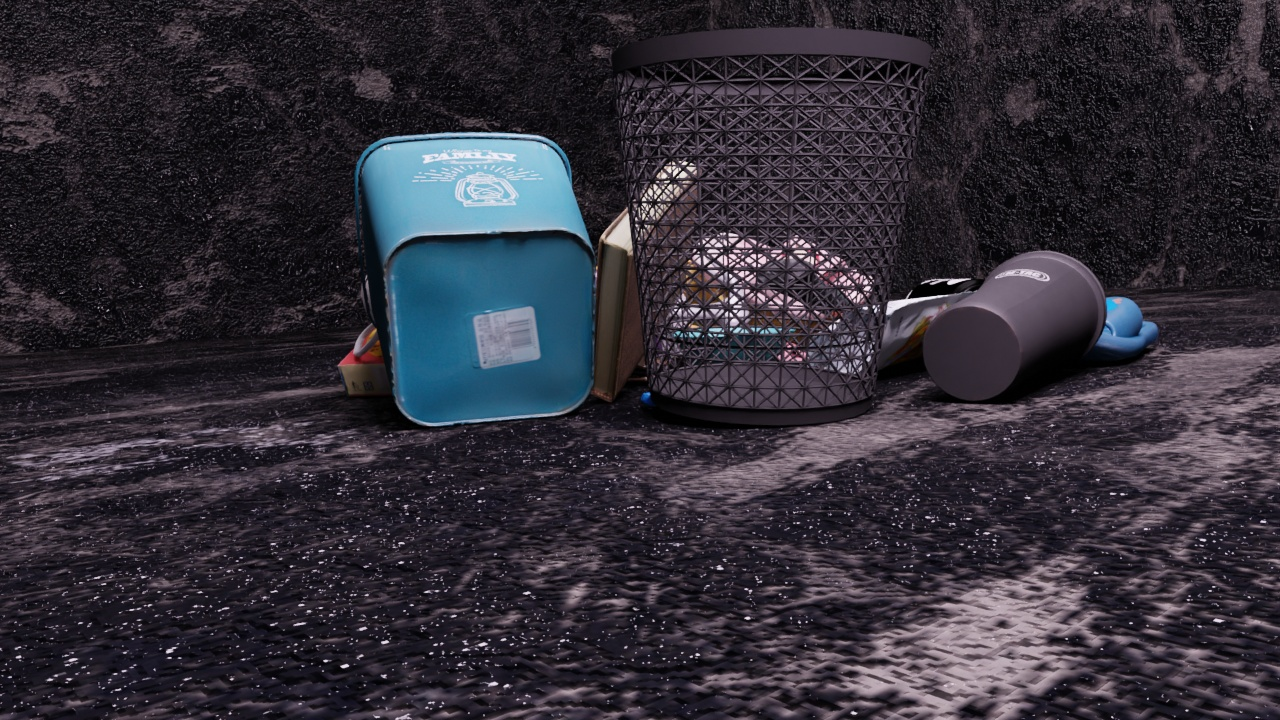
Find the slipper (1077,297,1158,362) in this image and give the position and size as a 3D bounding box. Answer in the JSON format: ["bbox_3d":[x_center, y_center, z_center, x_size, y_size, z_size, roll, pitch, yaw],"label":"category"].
[{"bbox_3d":[0.442,-0.031,0.905,0.104,0.059,0.213,-1,4,43],"label":"slipper"}]

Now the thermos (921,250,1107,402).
[{"bbox_3d":[0.298,-0.026,0.737,0.106,0.106,0.218,1,12,37],"label":"thermos"}]

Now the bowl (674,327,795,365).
[{"bbox_3d":[0.090,-0.006,0.884,0.121,0.046,0.121,-3,5,0],"label":"bowl"}]

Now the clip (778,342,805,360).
[{"bbox_3d":[0.160,-0.007,1.022,0.058,0.050,0.023,45,30,20],"label":"clip"}]

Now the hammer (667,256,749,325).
[{"bbox_3d":[-0.036,-0.058,1.017,0.311,0.124,0.029,2,-26,4],"label":"hammer"}]

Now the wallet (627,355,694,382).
[{"bbox_3d":[-0.006,0.006,0.941,0.121,0.027,0.098,2,5,42],"label":"wallet"}]

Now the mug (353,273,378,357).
[{"bbox_3d":[-0.238,-0.053,0.898,0.124,0.090,0.076,-44,28,6],"label":"mug"}]

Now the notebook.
[{"bbox_3d":[0.005,-0.061,0.822,0.034,0.190,0.214,14,34,13],"label":"notebook"}]

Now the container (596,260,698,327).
[{"bbox_3d":[0.018,-0.084,1.354,0.183,0.129,0.167,-3,-4,-6],"label":"container"}]

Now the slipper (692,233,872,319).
[{"bbox_3d":[0.155,-0.102,1.042,0.222,0.056,0.106,23,48,33],"label":"slipper"}]

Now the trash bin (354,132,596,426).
[{"bbox_3d":[-0.132,-0.066,0.755,0.196,0.199,0.218,-5,26,-14],"label":"trash bin"}]

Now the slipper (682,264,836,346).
[{"bbox_3d":[0.104,-0.054,1.112,0.264,0.100,0.078,15,50,18],"label":"slipper"}]

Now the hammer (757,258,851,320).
[{"bbox_3d":[0.196,-0.050,0.896,0.133,0.033,0.332,-15,-16,27],"label":"hammer"}]

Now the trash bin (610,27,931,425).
[{"bbox_3d":[0.088,-0.091,0.658,0.217,0.243,0.217,0,10,0],"label":"trash bin"}]

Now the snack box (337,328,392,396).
[{"bbox_3d":[-0.211,-0.015,0.944,0.143,0.040,0.144,-3,28,13],"label":"snack box"}]

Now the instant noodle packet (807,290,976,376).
[{"bbox_3d":[0.276,-0.026,0.891,0.268,0.057,0.147,-7,-22,-41],"label":"instant noodle packet"}]

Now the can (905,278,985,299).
[{"bbox_3d":[0.373,-0.057,1.091,0.080,0.080,0.146,-4,5,-5],"label":"can"}]

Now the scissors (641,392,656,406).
[{"bbox_3d":[0.064,0.029,0.724,0.125,0.013,0.129,0,10,9],"label":"scissors"}]

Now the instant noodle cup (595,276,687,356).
[{"bbox_3d":[-0.013,-0.052,1.080,0.122,0.137,0.121,9,18,17],"label":"instant noodle cup"}]
